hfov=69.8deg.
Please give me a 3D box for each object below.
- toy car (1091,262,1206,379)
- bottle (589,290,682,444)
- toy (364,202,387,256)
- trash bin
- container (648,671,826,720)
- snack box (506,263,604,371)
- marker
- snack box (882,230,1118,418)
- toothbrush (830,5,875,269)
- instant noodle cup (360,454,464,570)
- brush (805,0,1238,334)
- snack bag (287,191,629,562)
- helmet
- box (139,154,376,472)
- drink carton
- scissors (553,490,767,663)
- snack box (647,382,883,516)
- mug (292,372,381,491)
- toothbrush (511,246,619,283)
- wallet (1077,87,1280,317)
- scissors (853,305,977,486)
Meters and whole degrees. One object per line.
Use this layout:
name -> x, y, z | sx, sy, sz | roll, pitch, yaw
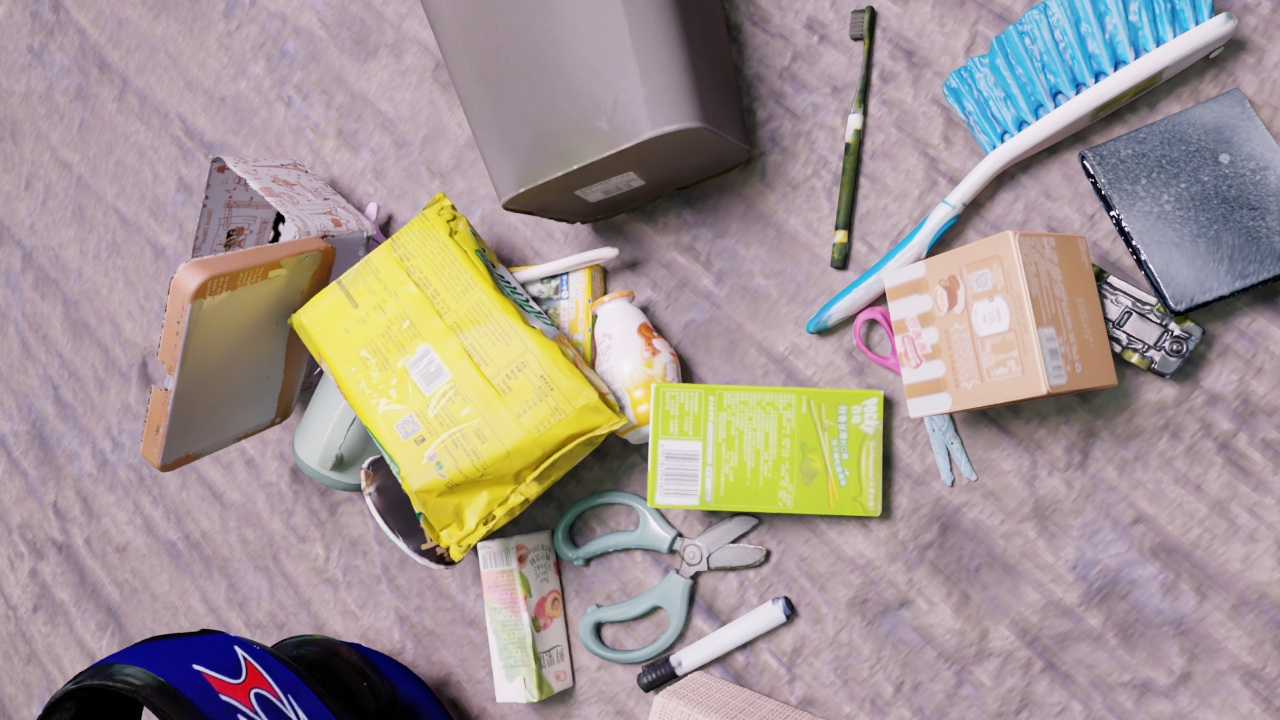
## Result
toy car -> 0.290, -0.026, 0.560 | 0.090, 0.035, 0.042 | 37, 100, 27
bottle -> -0.004, 0.004, 0.672 | 0.063, 0.063, 0.108 | -25, 78, 21
toy -> -0.217, -0.075, 0.785 | 0.108, 0.038, 0.084 | 41, 106, 22
trash bin -> -0.037, -0.226, 0.641 | 0.199, 0.198, 0.219 | -16, 87, 23
container -> 0.061, 0.272, 0.615 | 0.111, 0.089, 0.090 | 17, 93, 26
snack box -> -0.096, -0.030, 0.733 | 0.141, 0.033, 0.087 | -4, 85, 25
marker -> 0.052, 0.203, 0.660 | 0.131, 0.018, 0.022 | -34, 36, 17
snack box -> 0.214, -0.020, 0.551 | 0.095, 0.076, 0.092 | -19, 78, 54
toothbrush -> 0.146, -0.156, 0.644 | 0.017, 0.012, 0.186 | 7, 90, 30
instant noodle cup -> -0.134, 0.082, 0.709 | 0.120, 0.111, 0.111 | -40, 72, 10
brush -> 0.221, -0.137, 0.590 | 0.315, 0.060, 0.109 | -30, 79, 22
snack bag -> -0.137, 0.004, 0.649 | 0.158, 0.068, 0.246 | -39, 66, -4
helmet -> -0.243, 0.319, 0.657 | 0.248, 0.240, 0.315 | -29, 87, 20
box -> -0.333, -0.053, 0.734 | 0.158, 0.216, 0.181 | 34, 119, 14
drink carton -> -0.090, 0.196, 0.705 | 0.046, 0.053, 0.122 | -12, 82, 27
scissors -> 0.016, 0.166, 0.680 | 0.179, 0.019, 0.161 | -3, 85, 22
snack box -> 0.084, 0.059, 0.619 | 0.156, 0.026, 0.085 | 1, 88, 0
mug -> -0.233, 0.051, 0.747 | 0.082, 0.111, 0.106 | 29, 102, -7
toothbrush -> -0.098, -0.067, 0.711 | 0.180, 0.016, 0.016 | -11, 76, 23
wallet -> 0.330, -0.093, 0.536 | 0.097, 0.019, 0.120 | -22, 67, 11
scissors -> 0.199, 0.018, 0.611 | 0.072, 0.017, 0.137 | -27, 80, 10
